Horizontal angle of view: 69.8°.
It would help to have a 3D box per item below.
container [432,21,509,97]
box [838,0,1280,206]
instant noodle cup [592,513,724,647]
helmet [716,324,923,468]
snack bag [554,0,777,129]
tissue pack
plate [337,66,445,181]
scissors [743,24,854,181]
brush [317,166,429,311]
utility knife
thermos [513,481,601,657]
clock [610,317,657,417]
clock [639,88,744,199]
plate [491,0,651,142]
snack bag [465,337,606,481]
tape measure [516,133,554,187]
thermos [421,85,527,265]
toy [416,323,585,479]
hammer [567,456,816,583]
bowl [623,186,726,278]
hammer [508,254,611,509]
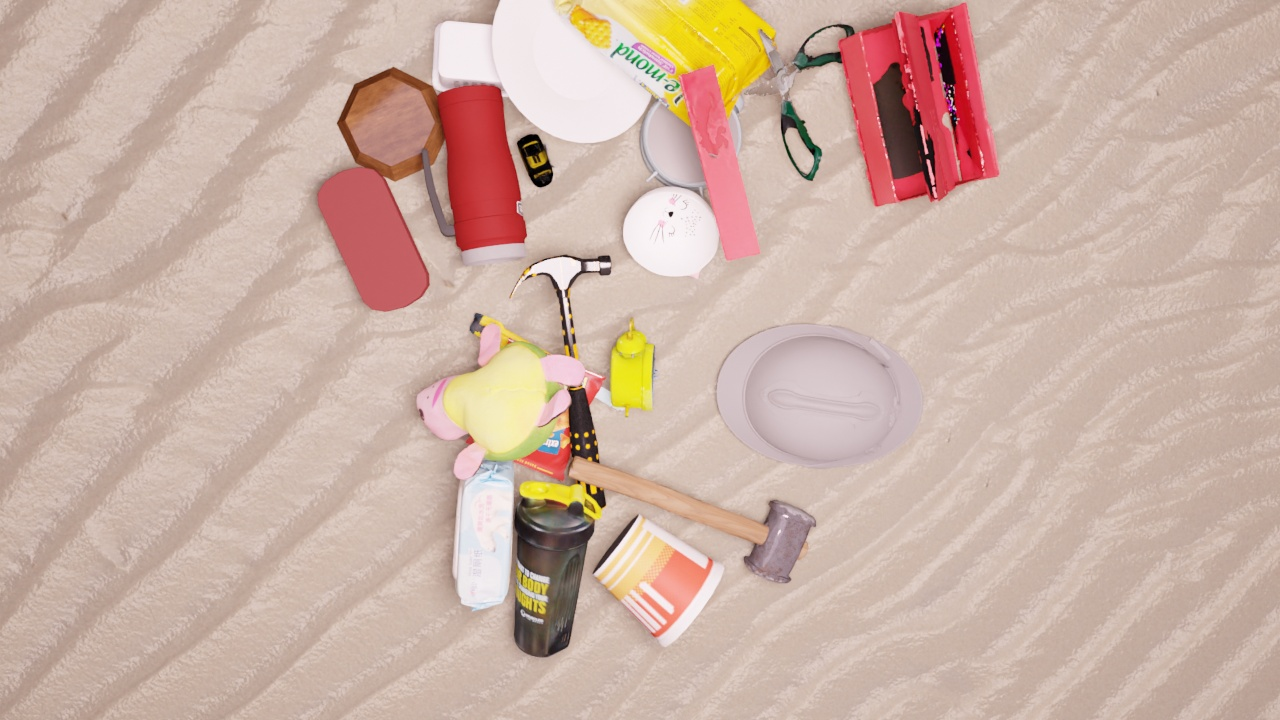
[{"bbox_3d":[-0.183,-0.359,1.087,0.129,0.049,0.081,4,95,-4],"label":"container"},{"bbox_3d":[0.485,-0.337,1.057,0.479,0.170,0.214,-10,101,23],"label":"box"},{"bbox_3d":[0.017,0.264,1.133,0.121,0.123,0.123,38,92,1],"label":"instant noodle cup"},{"bbox_3d":[0.235,0.052,1.120,0.271,0.117,0.183,8,95,-6],"label":"helmet"},{"bbox_3d":[0.039,-0.389,1.057,0.247,0.068,0.159,40,65,-2],"label":"snack bag"},{"bbox_3d":[-0.188,0.192,1.101,0.070,0.112,0.182,3,104,-8],"label":"tissue pack"},{"bbox_3d":[-0.297,-0.284,1.100,0.131,0.025,0.131,0,96,-3],"label":"plate"},{"bbox_3d":[0.203,-0.334,1.101,0.204,0.015,0.202,-49,130,-16],"label":"scissors"},{"bbox_3d":[-0.318,-0.144,1.105,0.082,0.042,0.173,-24,97,-1],"label":"brush"},{"bbox_3d":[-0.112,0.004,1.148,0.224,0.019,0.030,29,101,-9],"label":"utility knife"},{"bbox_3d":[-0.108,0.251,1.111,0.098,0.098,0.221,6,113,-4],"label":"thermos"},{"bbox_3d":[-0.007,0.007,1.120,0.057,0.083,0.119,1,97,2],"label":"clock"},{"bbox_3d":[0.065,-0.281,1.113,0.122,0.045,0.159,18,95,-6],"label":"clock"},{"bbox_3d":[-0.076,-0.360,1.081,0.208,0.015,0.208,0,90,-27],"label":"plate"},{"bbox_3d":[-0.130,0.061,1.138,0.131,0.039,0.144,22,99,-6],"label":"snack bag"},{"bbox_3d":[-0.123,-0.240,1.097,0.034,0.062,0.061,-23,98,-5],"label":"tape measure"},{"bbox_3d":[-0.199,-0.214,1.083,0.108,0.084,0.198,-9,94,-10],"label":"thermos"},{"bbox_3d":[-0.165,0.049,1.056,0.239,0.087,0.189,-11,65,32],"label":"toy"},{"bbox_3d":[0.064,0.183,1.132,0.328,0.052,0.098,23,93,-15],"label":"hammer"},{"bbox_3d":[0.039,-0.163,1.108,0.115,0.050,0.115,5,128,7],"label":"bowl"},{"bbox_3d":[-0.080,0.033,1.102,0.123,0.036,0.321,-8,104,-9],"label":"hammer"}]
